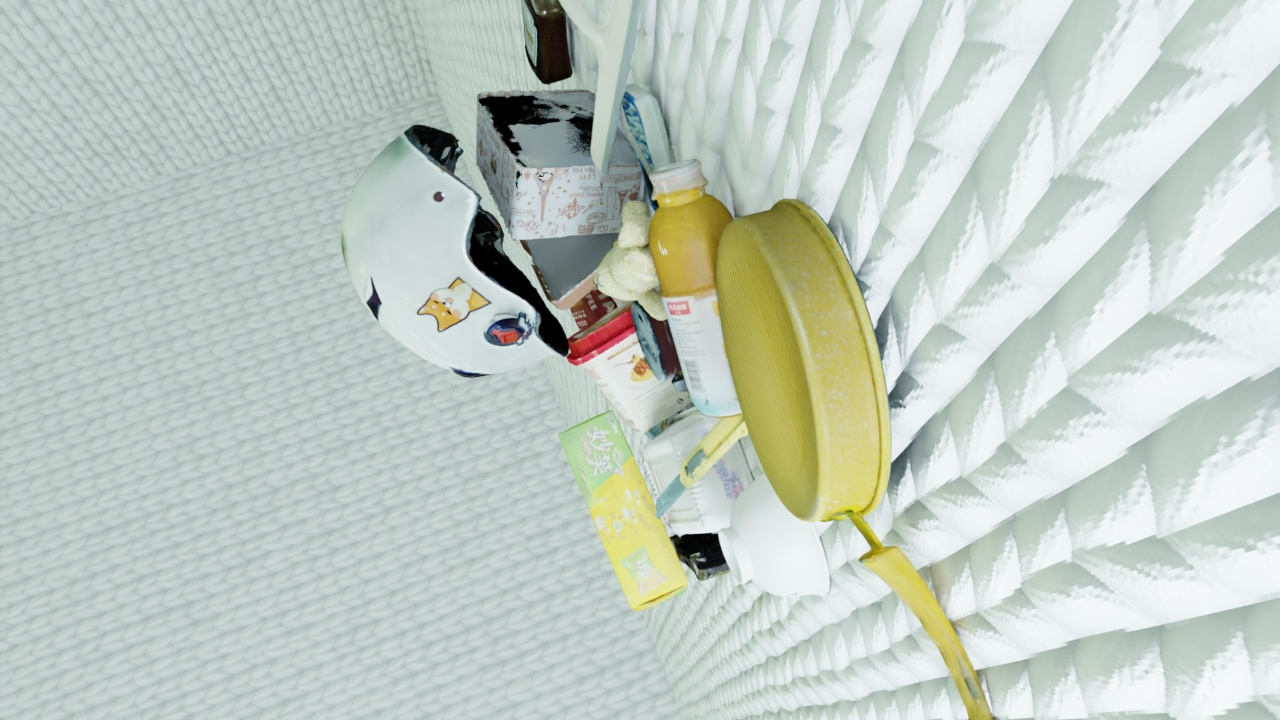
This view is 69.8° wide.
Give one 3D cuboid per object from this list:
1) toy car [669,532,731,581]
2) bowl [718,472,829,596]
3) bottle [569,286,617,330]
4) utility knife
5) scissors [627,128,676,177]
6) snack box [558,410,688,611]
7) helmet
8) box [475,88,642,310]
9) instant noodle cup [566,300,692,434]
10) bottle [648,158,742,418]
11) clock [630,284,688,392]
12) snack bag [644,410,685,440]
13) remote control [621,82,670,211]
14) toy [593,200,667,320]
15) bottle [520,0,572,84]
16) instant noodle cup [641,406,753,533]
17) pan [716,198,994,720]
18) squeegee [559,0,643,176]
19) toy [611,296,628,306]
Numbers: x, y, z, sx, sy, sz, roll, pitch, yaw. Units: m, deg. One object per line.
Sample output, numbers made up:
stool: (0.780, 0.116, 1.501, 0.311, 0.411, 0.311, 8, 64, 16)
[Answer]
toy car: (0.080, 0.217, 1.040, 0.158, 0.070, 0.042, -168, 57, -79)
bowl: (0.107, 0.158, 0.793, 0.118, 0.064, 0.118, 159, 91, -80)
bottle: (-0.064, -0.077, 1.144, 0.175, 0.057, 0.057, 63, 172, -14)
utility knife: (0.059, 0.093, 0.851, 0.217, 0.022, 0.031, 120, 140, -51)
scissors: (0.032, -0.110, 0.751, 0.179, 0.014, 0.160, 61, 166, 5)
snack box: (-0.018, 0.176, 1.046, 0.158, 0.070, 0.210, 84, 162, -74)
helmet: (-0.198, -0.087, 0.917, 0.274, 0.157, 0.230, 62, 179, -37)
box: (-0.083, -0.164, 0.948, 0.182, 0.151, 0.175, -119, 31, -45)
instant noodle cup: (-0.006, 0.006, 1.010, 0.124, 0.116, 0.116, 59, 172, -9)
bottle: (0.049, -0.052, 0.679, 0.068, 0.068, 0.189, -137, 29, -70)
clock: (0.031, -0.017, 0.889, 0.082, 0.055, 0.122, -124, 16, -53)
snack bag: (0.033, 0.085, 1.127, 0.191, 0.038, 0.110, -139, 39, -62)
remote control: (0.012, -0.171, 0.774, 0.049, 0.024, 0.125, -123, 12, -52)
toy: (-0.005, -0.081, 0.766, 0.157, 0.066, 0.105, 148, 101, -84)
bottle: (-0.102, -0.378, 0.942, 0.195, 0.044, 0.079, 90, 157, -62)
instant noodle cup: (0.055, 0.122, 0.955, 0.138, 0.060, 0.174, 69, 160, 5)
pan: (0.131, 0.074, 0.555, 0.198, 0.078, 0.357, 112, 143, -80)
squeegee: (-0.059, -0.326, 0.756, 0.247, 0.039, 0.246, 108, 148, -57)
toy: (-0.039, -0.120, 1.075, 0.159, 0.054, 0.121, 63, 180, -35)
